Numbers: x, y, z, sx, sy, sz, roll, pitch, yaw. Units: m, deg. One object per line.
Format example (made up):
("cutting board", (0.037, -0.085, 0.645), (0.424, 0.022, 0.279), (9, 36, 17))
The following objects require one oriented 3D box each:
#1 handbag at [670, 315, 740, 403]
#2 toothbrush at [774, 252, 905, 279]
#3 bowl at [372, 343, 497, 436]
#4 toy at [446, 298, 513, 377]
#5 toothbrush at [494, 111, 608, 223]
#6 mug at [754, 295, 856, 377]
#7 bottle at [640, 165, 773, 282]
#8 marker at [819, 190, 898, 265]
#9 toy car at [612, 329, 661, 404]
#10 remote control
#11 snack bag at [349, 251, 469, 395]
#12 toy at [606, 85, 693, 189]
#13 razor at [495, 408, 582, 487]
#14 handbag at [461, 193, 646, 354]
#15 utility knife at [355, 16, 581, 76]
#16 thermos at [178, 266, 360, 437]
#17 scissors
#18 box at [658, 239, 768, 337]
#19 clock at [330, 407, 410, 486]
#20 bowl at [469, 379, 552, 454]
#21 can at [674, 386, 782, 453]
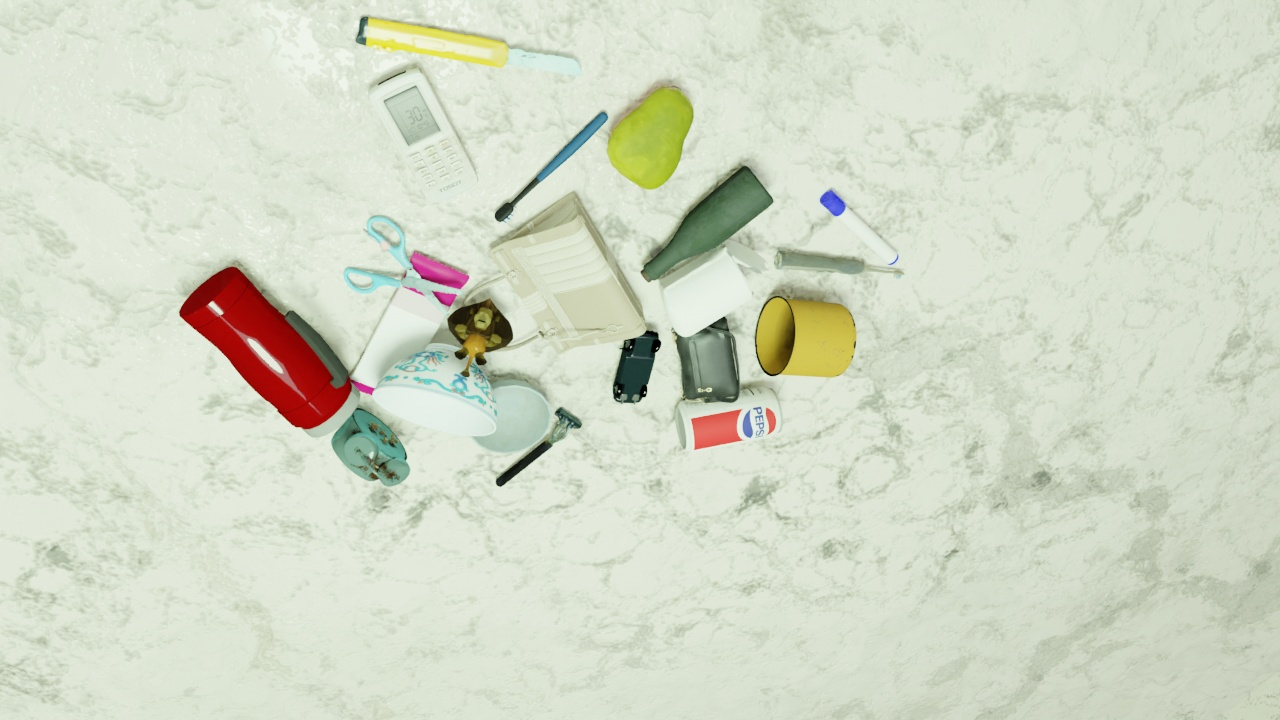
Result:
("handbag", (0.083, 0.000, 1.168), (0.079, 0.054, 0.129), (-12, 114, -1))
("toothbrush", (0.257, -0.119, 1.163), (0.185, 0.022, 0.024), (3, 125, -19))
("bowl", (-0.228, 0.027, 1.062), (0.144, 0.074, 0.144), (11, 158, 4))
("toy", (-0.183, -0.024, 1.027), (0.076, 0.099, 0.063), (17, 135, -8))
("toothbrush", (-0.097, -0.210, 1.001), (0.168, 0.014, 0.014), (-41, 158, 11))
("mug", (0.206, -0.025, 1.174), (0.094, 0.100, 0.124), (3, 163, -21))
("bottle", (0.071, -0.151, 1.067), (0.174, 0.055, 0.055), (-38, 125, 13))
("marker", (0.273, -0.163, 1.138), (0.141, 0.020, 0.020), (33, 109, -32))
("toy car", (-0.007, 0.007, 1.165), (0.046, 0.034, 0.112), (3, 123, -18))
("remote control", (-0.222, -0.230, 0.945), (0.060, 0.025, 0.138), (-24, 127, 1))
("snack bag", (-0.274, -0.034, 1.071), (0.070, 0.016, 0.197), (24, 115, -24))
("toy", (0.017, -0.242, 0.990), (0.090, 0.051, 0.110), (29, 109, -33))
("razor", (-0.139, 0.122, 1.214), (0.144, 0.022, 0.043), (-42, 123, 14))
("handbag", (-0.120, -0.073, 1.076), (0.198, 0.062, 0.176), (-24, 127, 11))
("utility knife", (-0.167, -0.307, 0.913), (0.223, 0.019, 0.031), (7, 127, -15))
("thermos", (-0.393, -0.009, 1.007), (0.108, 0.083, 0.198), (-18, 128, 24))
("scissors", (-0.271, -0.087, 1.021), (0.111, 0.015, 0.141), (-34, 107, 14))
("box", (0.090, -0.096, 1.097), (0.143, 0.080, 0.089), (-29, 108, 3))
("clock", (-0.319, 0.108, 1.089), (0.053, 0.124, 0.090), (-44, 124, 4))
("bowl", (-0.167, 0.064, 1.155), (0.106, 0.039, 0.106), (-8, 125, -11))
("can", (0.117, 0.079, 1.228), (0.132, 0.070, 0.070), (-10, 126, -9))
